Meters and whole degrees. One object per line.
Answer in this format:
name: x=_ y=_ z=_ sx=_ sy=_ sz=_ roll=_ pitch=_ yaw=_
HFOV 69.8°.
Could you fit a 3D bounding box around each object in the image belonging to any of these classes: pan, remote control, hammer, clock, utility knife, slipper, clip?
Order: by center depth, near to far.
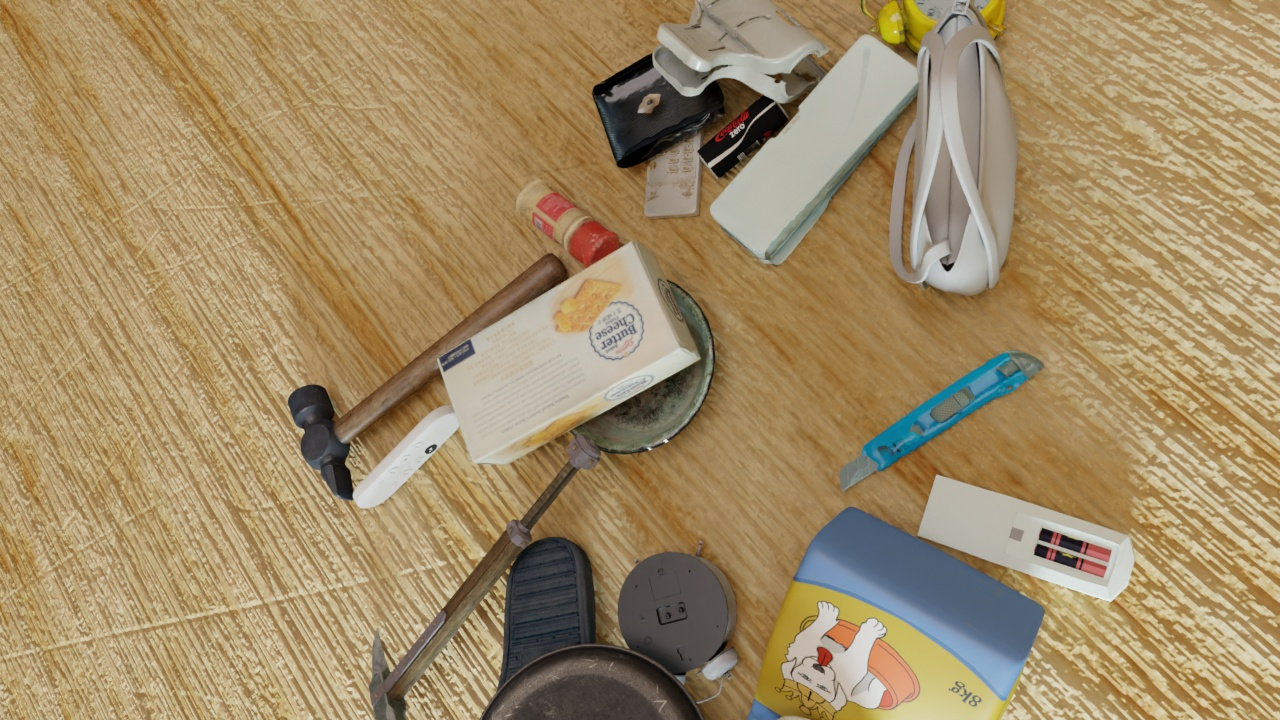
pan: x=0.016 y=0.359 z=0.637 sx=0.187 sy=0.055 sz=0.357 roll=-39 pitch=67 yaw=-12
remote control: x=0.278 y=0.128 z=0.665 sx=0.143 sy=0.024 sz=0.049 roll=17 pitch=87 yaw=25
utility knife: x=0.226 y=0.046 z=0.710 sx=0.179 sy=0.015 sz=0.031 roll=-38 pitch=63 yaw=14
clock: x=0.239 y=-0.291 z=0.745 sx=0.119 sy=0.057 sz=0.083 roll=13 pitch=86 yaw=18
clock: x=0.034 y=0.215 z=0.748 sx=0.095 sy=0.035 sz=0.122 roll=-20 pitch=73 yaw=19
slipper: x=-0.065 y=0.280 z=0.760 sx=0.101 sy=0.082 sz=0.263 roll=-13 pitch=56 yaw=18
clip: x=0.083 y=-0.277 z=0.765 sx=0.126 sy=0.152 sz=0.097 roll=50 pitch=135 yaw=25
hammer: x=-0.139 y=0.187 z=0.798 sx=0.317 sy=0.028 sz=0.147 roll=-51 pitch=37 yaw=10
remote control: x=0.032 y=-0.198 z=0.842 sx=0.050 sy=0.011 sz=0.135 roll=0 pitch=80 yaw=23
remote control: x=-0.222 y=0.093 z=0.877 sx=0.136 sy=0.043 sz=0.013 roll=-44 pitch=67 yaw=10
hammer: x=-0.202 y=0.003 z=0.886 sx=0.322 sy=0.040 sz=0.129 roll=-37 pitch=61 yaw=10

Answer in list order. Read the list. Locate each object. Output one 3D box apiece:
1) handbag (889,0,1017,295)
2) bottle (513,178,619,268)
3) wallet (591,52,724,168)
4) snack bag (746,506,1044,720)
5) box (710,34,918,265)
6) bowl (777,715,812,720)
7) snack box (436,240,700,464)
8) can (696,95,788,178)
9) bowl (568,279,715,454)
handbag: x=0.212 y=-0.159 z=0.641 sx=0.096 sy=0.222 sz=0.215 roll=1 pitch=80 yaw=22
bottle: x=-0.069 y=-0.127 z=0.855 sx=0.109 sy=0.044 sz=0.044 roll=39 pitch=96 yaw=25
wallet: x=0.016 y=-0.236 z=0.834 sx=0.115 sy=0.026 sz=0.089 roll=-24 pitch=69 yaw=17
snack bag: x=0.169 y=0.234 z=0.660 sx=0.159 sy=0.102 sz=0.205 roll=27 pitch=113 yaw=25
box: x=0.148 y=-0.174 z=0.769 sx=0.199 sy=0.066 sz=0.083 roll=-50 pitch=47 yaw=6
bowl: x=0.110 y=0.284 z=0.620 sx=0.118 sy=0.118 sz=0.062 roll=19 pitch=94 yaw=25
snack box: x=-0.063 y=-0.001 z=0.775 sx=0.208 sy=0.057 sz=0.104 roll=-29 pitch=70 yaw=16
can: x=0.090 y=-0.197 z=0.806 sx=0.080 sy=0.031 sz=0.031 roll=-39 pitch=68 yaw=12
bowl: x=-0.005 y=0.005 z=0.803 sx=0.158 sy=0.038 sz=0.157 roll=-5 pitch=78 yaw=22
